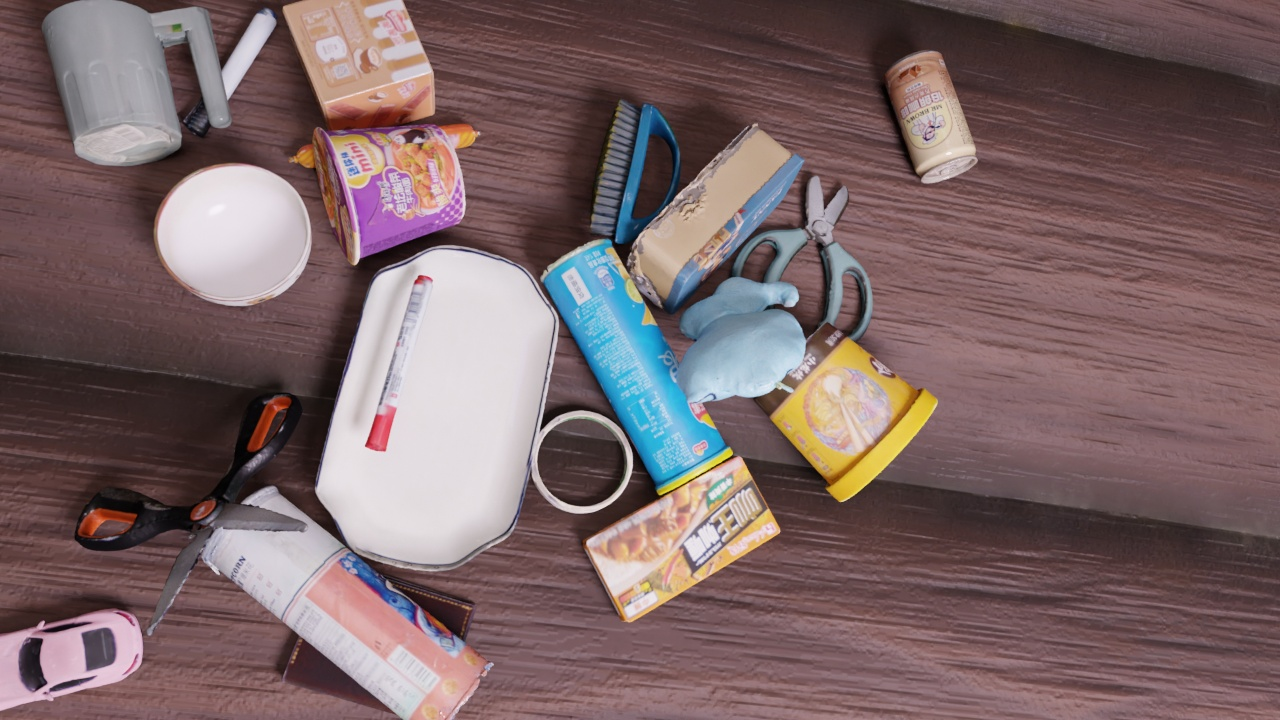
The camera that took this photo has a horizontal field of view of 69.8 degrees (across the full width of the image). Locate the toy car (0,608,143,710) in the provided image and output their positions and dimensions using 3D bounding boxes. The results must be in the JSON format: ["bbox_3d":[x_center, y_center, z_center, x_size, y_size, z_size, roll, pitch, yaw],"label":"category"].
[{"bbox_3d":[-0.423,0.215,0.657,0.122,0.037,0.056,-12,78,-13],"label":"toy car"}]

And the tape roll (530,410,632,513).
[{"bbox_3d":[-0.050,0.085,0.773,0.085,0.014,0.085,2,77,-11],"label":"tape roll"}]

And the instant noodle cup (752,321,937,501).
[{"bbox_3d":[0.168,0.039,0.780,0.114,0.119,0.118,44,73,10],"label":"instant noodle cup"}]

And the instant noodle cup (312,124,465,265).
[{"bbox_3d":[-0.203,-0.144,0.750,0.099,0.112,0.111,-18,81,-22],"label":"instant noodle cup"}]

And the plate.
[{"bbox_3d":[-0.162,0.036,0.751,0.162,0.034,0.265,12,75,-9],"label":"plate"}]

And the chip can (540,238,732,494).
[{"bbox_3d":[-0.005,0.005,0.771,0.071,0.071,0.210,-27,83,-16],"label":"chip can"}]

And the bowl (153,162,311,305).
[{"bbox_3d":[-0.320,-0.094,0.735,0.113,0.062,0.113,2,78,-12],"label":"bowl"}]

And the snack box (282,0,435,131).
[{"bbox_3d":[-0.236,-0.253,0.780,0.094,0.077,0.092,-22,82,-15],"label":"snack box"}]

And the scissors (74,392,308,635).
[{"bbox_3d":[-0.314,0.099,0.650,0.221,0.022,0.233,-12,36,16],"label":"scissors"}]

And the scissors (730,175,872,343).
[{"bbox_3d":[0.144,-0.095,0.852,0.172,0.019,0.176,-2,79,-11],"label":"scissors"}]

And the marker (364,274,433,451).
[{"bbox_3d":[-0.189,0.001,0.725,0.017,0.017,0.145,15,74,-8],"label":"marker"}]

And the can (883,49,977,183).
[{"bbox_3d":[0.281,-0.236,0.890,0.058,0.059,0.116,-14,80,-14],"label":"can"}]

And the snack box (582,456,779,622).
[{"bbox_3d":[0.035,0.148,0.769,0.153,0.026,0.075,-27,84,-16],"label":"snack box"}]

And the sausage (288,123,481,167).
[{"bbox_3d":[-0.220,-0.186,0.797,0.165,0.021,0.021,-11,80,-14],"label":"sausage"}]

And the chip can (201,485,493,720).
[{"bbox_3d":[-0.212,0.185,0.671,0.215,0.071,0.071,37,73,4],"label":"chip can"}]

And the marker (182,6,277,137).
[{"bbox_3d":[-0.351,-0.249,0.787,0.022,0.018,0.130,26,74,-13],"label":"marker"}]

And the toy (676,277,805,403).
[{"bbox_3d":[0.083,-0.017,0.750,0.161,0.156,0.050,-32,123,-22],"label":"toy"}]

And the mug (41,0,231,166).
[{"bbox_3d":[-0.401,-0.224,0.737,0.124,0.084,0.103,-15,82,-12],"label":"mug"}]

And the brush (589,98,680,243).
[{"bbox_3d":[-0.002,-0.166,0.811,0.073,0.055,0.143,11,64,-2],"label":"brush"}]

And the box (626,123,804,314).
[{"bbox_3d":[0.067,-0.128,0.807,0.062,0.090,0.184,43,74,7],"label":"box"}]

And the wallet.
[{"bbox_3d":[-0.200,0.217,0.710,0.122,0.020,0.096,19,69,-5],"label":"wallet"}]
